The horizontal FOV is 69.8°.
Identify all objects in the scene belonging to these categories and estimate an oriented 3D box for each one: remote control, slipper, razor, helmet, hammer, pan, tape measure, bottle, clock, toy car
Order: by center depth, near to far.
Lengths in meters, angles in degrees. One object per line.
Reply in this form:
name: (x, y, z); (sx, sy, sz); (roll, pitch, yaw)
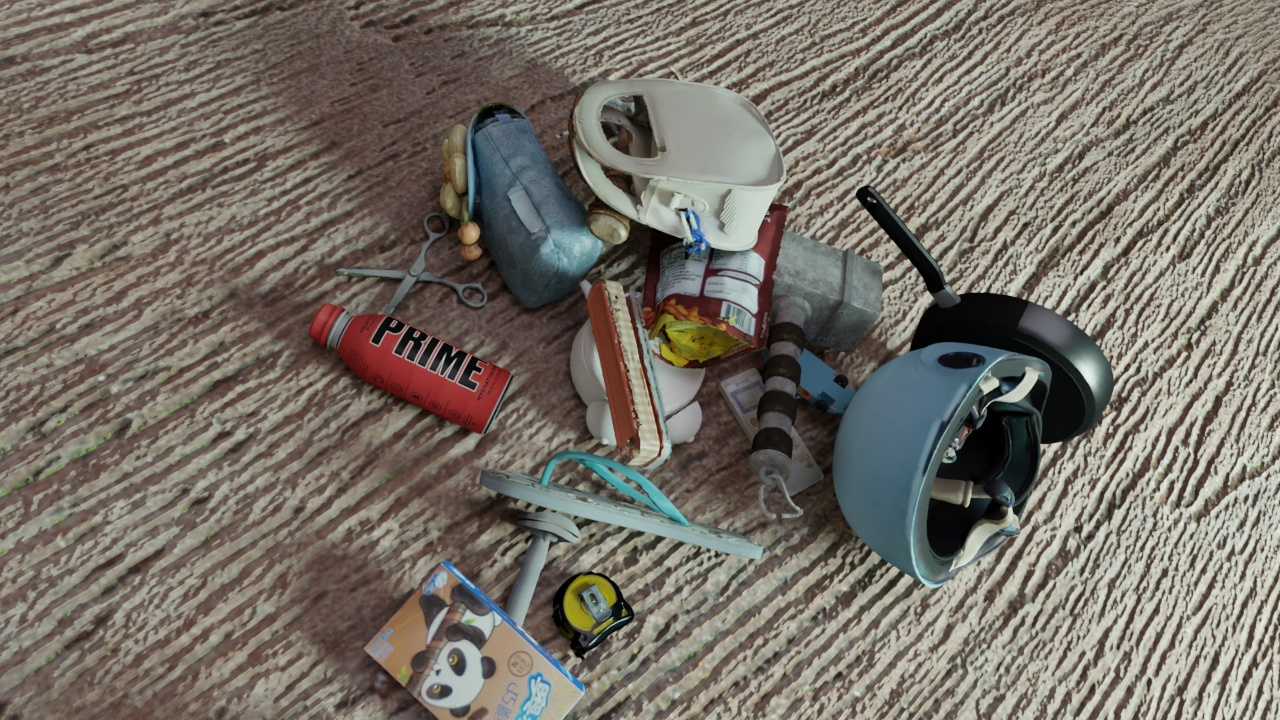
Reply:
razor: (-0.095, 0.183, 0.759); (0.047, 0.088, 0.116); (22, 76, -10)
tape measure: (-0.043, 0.210, 0.778); (0.061, 0.034, 0.061); (-31, 76, -34)
slipper: (-0.011, 0.119, 0.807); (0.268, 0.098, 0.054); (19, 83, -21)
bottle: (-0.204, 0.002, 0.811); (0.176, 0.062, 0.062); (26, 56, -7)
helmet: (0.275, 0.093, 0.878); (0.167, 0.226, 0.264); (14, 21, 37)
clock: (-0.005, 0.005, 0.895); (0.125, 0.073, 0.160); (1, 69, -22)
hammer: (0.140, 0.007, 0.905); (0.177, 0.080, 0.325); (19, 52, -6)
remote control: (0.133, 0.072, 0.942); (0.050, 0.011, 0.135); (-22, 72, -31)
pan: (0.330, -0.037, 0.942); (0.355, 0.205, 0.044); (45, 63, -16)
hammer: (-0.018, -0.203, 0.947); (0.121, 0.049, 0.318); (26, 32, -12)
toy car: (0.176, 0.021, 0.976); (0.108, 0.028, 0.060); (38, 50, 11)

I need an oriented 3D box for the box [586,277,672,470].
box: (-0.016, 0.008, 0.796); (0.059, 0.056, 0.186); (-18, 57, 5)

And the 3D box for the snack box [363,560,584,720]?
snack box: (-0.127, 0.238, 0.709); (0.151, 0.034, 0.087); (42, 82, 4)

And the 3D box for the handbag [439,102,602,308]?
handbag: (-0.130, -0.145, 0.893); (0.118, 0.122, 0.192); (-23, 78, -32)

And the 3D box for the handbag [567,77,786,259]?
handbag: (0.025, -0.189, 0.873); (0.199, 0.093, 0.200); (9, 43, -16)

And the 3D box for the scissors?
scissors: (-0.213, -0.095, 0.892); (0.141, 0.014, 0.174); (19, 56, -16)

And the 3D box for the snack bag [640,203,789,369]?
snack bag: (0.068, -0.093, 0.879); (0.139, 0.067, 0.207); (3, 54, 10)
